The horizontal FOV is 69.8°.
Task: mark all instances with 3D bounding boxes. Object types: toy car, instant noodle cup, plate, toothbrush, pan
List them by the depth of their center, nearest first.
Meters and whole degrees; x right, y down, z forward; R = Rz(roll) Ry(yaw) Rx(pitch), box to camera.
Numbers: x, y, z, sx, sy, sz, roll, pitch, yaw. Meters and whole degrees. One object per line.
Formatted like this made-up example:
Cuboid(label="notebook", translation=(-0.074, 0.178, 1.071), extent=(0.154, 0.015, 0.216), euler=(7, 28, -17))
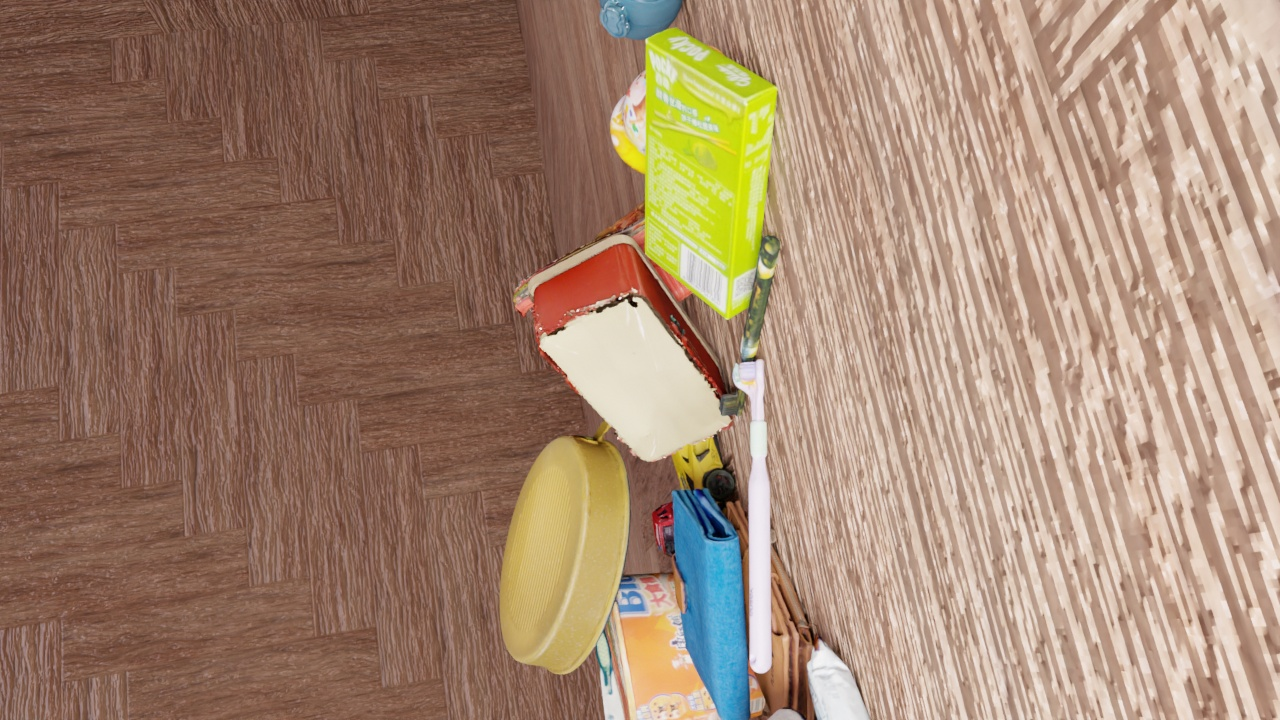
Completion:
Cuboid(label="plate", translation=(0.097, 0.297, 0.494), extent=(0.205, 0.045, 0.205), euler=(162, 91, -85))
Cuboid(label="toothbrush", translation=(0.071, 0.093, 0.564), extent=(0.029, 0.021, 0.189), euler=(-22, 65, 59))
Cuboid(label="toothbrush", translation=(0.067, -0.014, 0.582), extent=(0.186, 0.017, 0.012), euler=(93, 170, -56))
Cuboid(label="instant noodle cup", translation=(-0.021, -0.068, 0.746), extent=(0.079, 0.164, 0.189), euler=(59, 178, -11))
Cuboid(label="toothbrush", translation=(-0.028, 0.247, 0.746), extent=(0.018, 0.016, 0.191), euler=(75, -179, -48))
Cuboid(label="toy car", translation=(0.045, 0.062, 0.762), extent=(0.071, 0.041, 0.155), euler=(114, 149, -76))
Cuboid(label="instant noodle cup", translation=(0.034, 0.243, 0.765), extent=(0.151, 0.111, 0.151), euler=(170, 91, -83))
Cuboid(label="pan", translation=(-0.036, 0.088, 0.795), extent=(0.198, 0.078, 0.357), euler=(-9, 67, 65))
Cuboid(label="toy car", translation=(0.039, 0.176, 0.935), extent=(0.120, 0.045, 0.053), euler=(-178, 78, -81))

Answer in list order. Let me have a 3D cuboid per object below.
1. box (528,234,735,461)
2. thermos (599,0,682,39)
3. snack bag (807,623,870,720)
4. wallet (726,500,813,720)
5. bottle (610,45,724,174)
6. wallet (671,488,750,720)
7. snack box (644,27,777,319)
Cuboid(label="box", translation=(-0.004, 0.004, 0.652), extent=(0.168, 0.091, 0.078), euler=(51, -161, -44))
Cuboid(label="thermos", translation=(0.005, -0.289, 0.562), extent=(0.221, 0.070, 0.070), euler=(100, 160, -68))
Cuboid(label="snack bag", translation=(0.106, 0.189, 0.475), extent=(0.105, 0.026, 0.045), euler=(-106, -4, -48))
Cuboid(label="wallet", translation=(0.085, 0.173, 0.620), extent=(0.131, 0.031, 0.108), euler=(-113, 15, -56))
Cuboid(label="bottle", translation=(0.022, -0.164, 0.596), extent=(0.109, 0.063, 0.063), euler=(155, 107, -68))
Cuboid(label="wallet", translation=(0.048, 0.163, 0.632), extent=(0.106, 0.040, 0.133), euler=(-131, 35, -74))
Cuboid(label="snack box", translation=(0.037, -0.106, 0.544), extent=(0.086, 0.026, 0.157), euler=(42, 150, 33))
